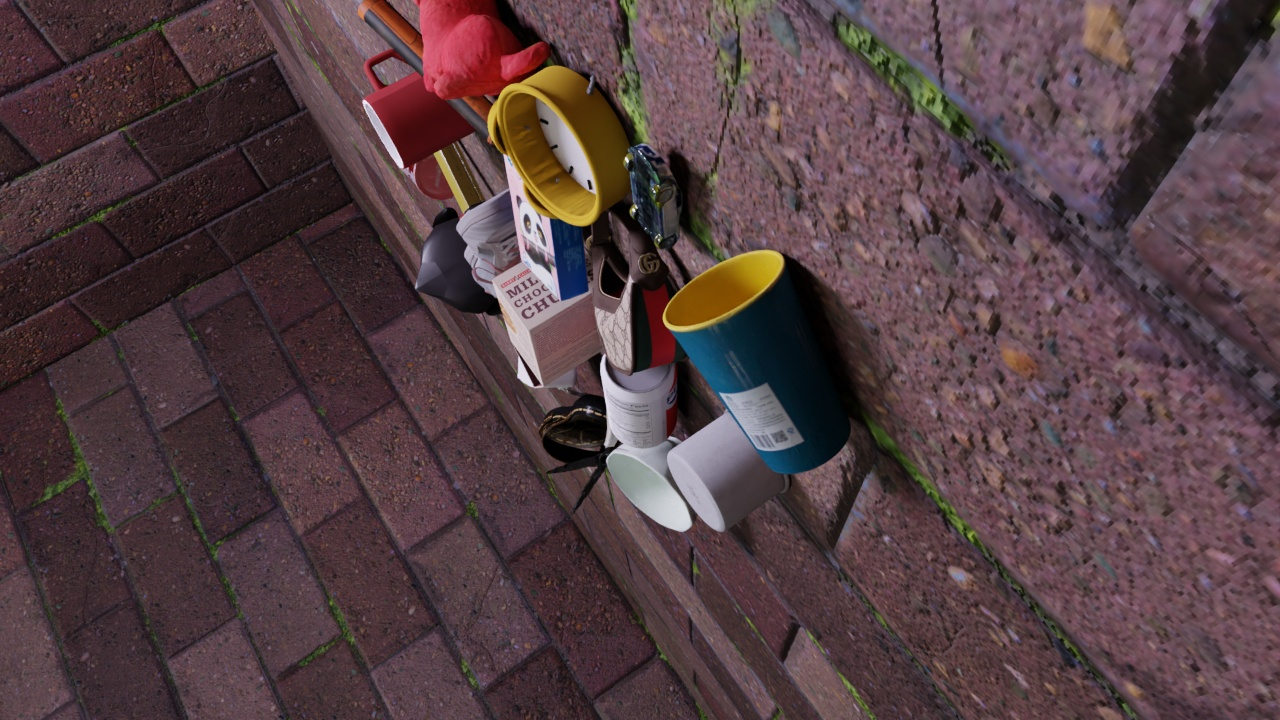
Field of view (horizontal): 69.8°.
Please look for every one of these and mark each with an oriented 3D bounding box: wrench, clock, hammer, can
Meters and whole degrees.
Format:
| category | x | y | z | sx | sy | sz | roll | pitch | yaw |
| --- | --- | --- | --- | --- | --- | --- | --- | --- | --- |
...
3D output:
| category | x | y | z | sx | sy | sz | roll | pitch | yaw |
| --- | --- | --- | --- | --- | --- | --- | --- | --- | --- |
| wrench | -0.219 | -0.208 | 1.147 | 0.018 | 0.083 | 0.273 | -32 | 85 | 52 |
| clock | -0.062 | -0.158 | 0.688 | 0.152 | 0.052 | 0.113 | 5 | 129 | 59 |
| hammer | -0.234 | -0.334 | 0.885 | 0.314 | 0.137 | 0.035 | 44 | 167 | -1 |
| can | 0.000 | 0.030 | 0.880 | 0.070 | 0.070 | 0.132 | 52 | 166 | 23 |

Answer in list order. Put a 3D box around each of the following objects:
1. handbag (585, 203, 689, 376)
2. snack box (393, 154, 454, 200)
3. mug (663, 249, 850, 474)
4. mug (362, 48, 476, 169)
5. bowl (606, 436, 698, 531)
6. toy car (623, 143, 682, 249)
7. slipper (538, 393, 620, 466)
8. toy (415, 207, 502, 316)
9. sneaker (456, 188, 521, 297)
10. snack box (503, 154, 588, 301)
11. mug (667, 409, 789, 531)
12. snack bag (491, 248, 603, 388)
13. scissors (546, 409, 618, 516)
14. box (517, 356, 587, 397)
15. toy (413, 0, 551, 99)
| category | x | y | z | sx | sy | sz | roll | pitch | yaw |
| --- | --- | --- | --- | --- | --- | --- | --- | --- | --- |
| handbag | -0.009 | -0.061 | 0.762 | 0.166 | 0.063 | 0.138 | -158 | 55 | -77 |
| snack box | -0.286 | -0.268 | 1.239 | 0.121 | 0.072 | 0.072 | 42 | 160 | 52 |
| mug | 0.076 | 0.005 | 0.551 | 0.121 | 0.078 | 0.078 | 58 | 168 | -22 |
| mug | -0.245 | -0.282 | 0.997 | 0.116 | 0.096 | 0.080 | 63 | 166 | -20 |
| bowl | 0.026 | 0.121 | 0.985 | 0.117 | 0.061 | 0.118 | 33 | 152 | 20 |
| toy car | 0.011 | -0.111 | 0.611 | 0.038 | 0.027 | 0.090 | 55 | 168 | 25 |
| slipper | -0.070 | 0.097 | 1.144 | 0.113 | 0.075 | 0.268 | 20 | 165 | -13 |
| toy | -0.248 | -0.119 | 1.282 | 0.159 | 0.140 | 0.184 | 58 | 168 | 0 |
| sneaker | -0.142 | -0.117 | 1.007 | 0.089 | 0.099 | 0.236 | 55 | 169 | 1 |
| snack box | -0.086 | -0.139 | 0.826 | 0.088 | 0.033 | 0.154 | 45 | 149 | 44 |
| mug | 0.068 | 0.090 | 0.777 | 0.084 | 0.070 | 0.113 | 61 | 165 | -12 |
| snack bag | -0.087 | -0.035 | 0.991 | 0.070 | 0.094 | 0.207 | 53 | 166 | 20 |
| scissors | -0.025 | 0.101 | 1.020 | 0.157 | 0.171 | 0.012 | 20 | -178 | -33 |
| box | -0.082 | 0.011 | 1.166 | 0.107 | 0.132 | 0.152 | -160 | 71 | -72 |
| toy | -0.125 | -0.250 | 0.703 | 0.133 | 0.088 | 0.094 | 26 | 130 | 45 |
